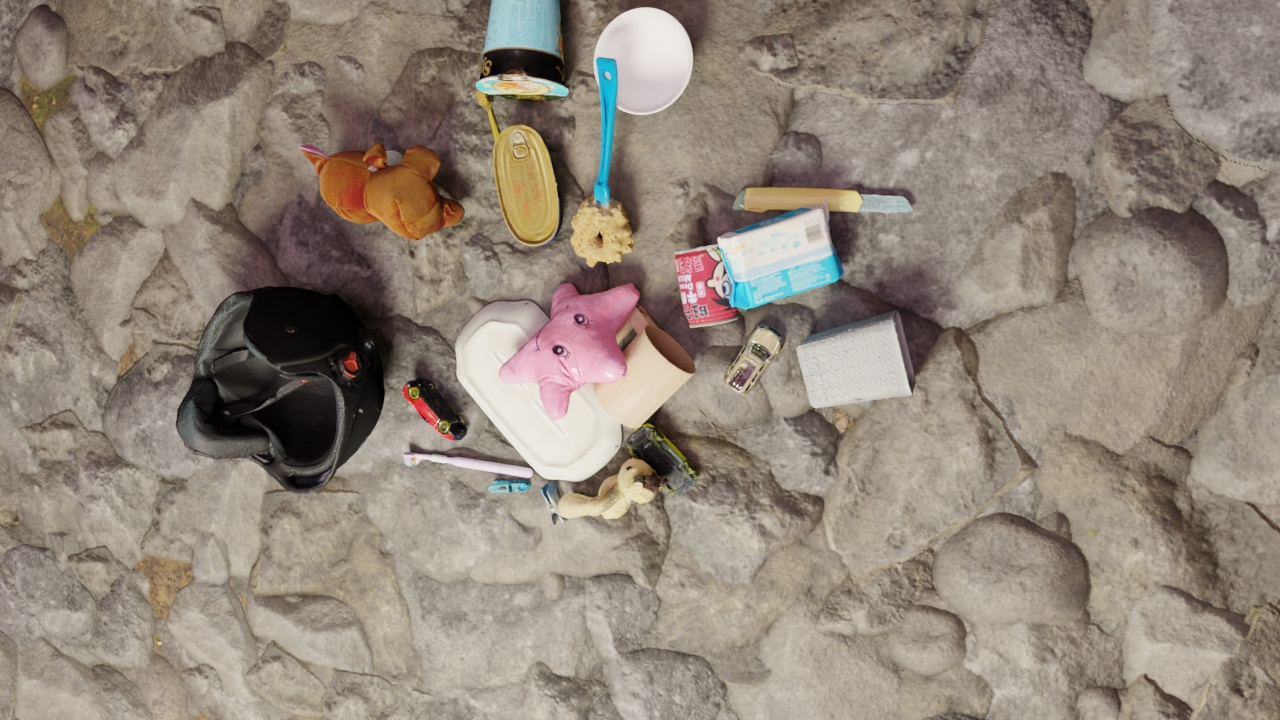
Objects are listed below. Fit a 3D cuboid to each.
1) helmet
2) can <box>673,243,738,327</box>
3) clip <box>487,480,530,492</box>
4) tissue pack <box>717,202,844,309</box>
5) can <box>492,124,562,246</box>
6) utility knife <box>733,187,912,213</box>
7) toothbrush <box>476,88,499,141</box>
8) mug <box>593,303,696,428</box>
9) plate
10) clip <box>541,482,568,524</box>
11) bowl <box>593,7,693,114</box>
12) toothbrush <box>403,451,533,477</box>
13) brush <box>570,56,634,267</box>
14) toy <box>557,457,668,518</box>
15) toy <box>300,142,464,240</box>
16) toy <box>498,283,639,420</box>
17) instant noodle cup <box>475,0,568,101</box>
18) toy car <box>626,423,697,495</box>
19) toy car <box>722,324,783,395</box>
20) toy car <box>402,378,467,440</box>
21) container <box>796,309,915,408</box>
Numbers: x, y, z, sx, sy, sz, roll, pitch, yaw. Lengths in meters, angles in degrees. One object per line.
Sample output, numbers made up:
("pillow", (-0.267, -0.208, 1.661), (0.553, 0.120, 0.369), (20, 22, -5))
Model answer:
("helmet", (-0.446, 0.030, 1.193), (0.234, 0.229, 0.274), (-38, 86, 33))
("can", (0.080, -0.090, 1.099), (0.067, 0.066, 0.094), (-8, 97, 18))
("clip", (-0.177, 0.170, 1.245), (0.056, 0.040, 0.014), (-1, 100, 10))
("tissue pack", (0.161, -0.119, 1.055), (0.140, 0.063, 0.090), (-18, 105, -4))
("can", (-0.139, -0.216, 1.145), (0.074, 0.049, 0.148), (-11, 96, 2))
("utility knife", (0.210, -0.185, 1.070), (0.207, 0.021, 0.031), (6, 106, 22))
("toothbrush", (-0.177, -0.256, 1.175), (0.016, 0.016, 0.190), (-14, 95, 19))
("mug", (-0.007, 0.007, 1.142), (0.104, 0.084, 0.124), (-47, 60, 19))
("plate", (-0.140, 0.043, 1.204), (0.162, 0.034, 0.265), (-41, 86, 18))
("clip", (-0.115, 0.192, 1.228), (0.033, 0.025, 0.057), (-13, 100, 23))
("bowl", (0.011, -0.346, 1.079), (0.118, 0.064, 0.118), (3, 99, 16))
("toothbrush", (-0.236, 0.144, 1.259), (0.189, 0.029, 0.021), (5, 63, 15))
("brush", (-0.043, -0.229, 1.092), (0.083, 0.045, 0.255), (17, 121, 24))
("toy", (-0.040, 0.169, 1.169), (0.158, 0.105, 0.066), (-24, 70, 36))
("toy", (-0.331, -0.225, 1.176), (0.200, 0.130, 0.140), (8, 140, 26))
("toy", (-0.071, -0.021, 1.121), (0.179, 0.074, 0.194), (28, 76, 38))
("instant noodle cup", (-0.139, -0.385, 1.101), (0.111, 0.111, 0.120), (4, 93, 16))
("toy car", (0.029, 0.125, 1.170), (0.048, 0.032, 0.105), (-41, 98, 21))
("toy car", (0.137, -0.001, 1.115), (0.042, 0.035, 0.090), (35, 105, 7))
("toy car", (-0.278, 0.069, 1.242), (0.106, 0.049, 0.031), (46, 109, 5))
("container", (0.247, 0.001, 1.055), (0.114, 0.090, 0.090), (-13, 94, 22))
